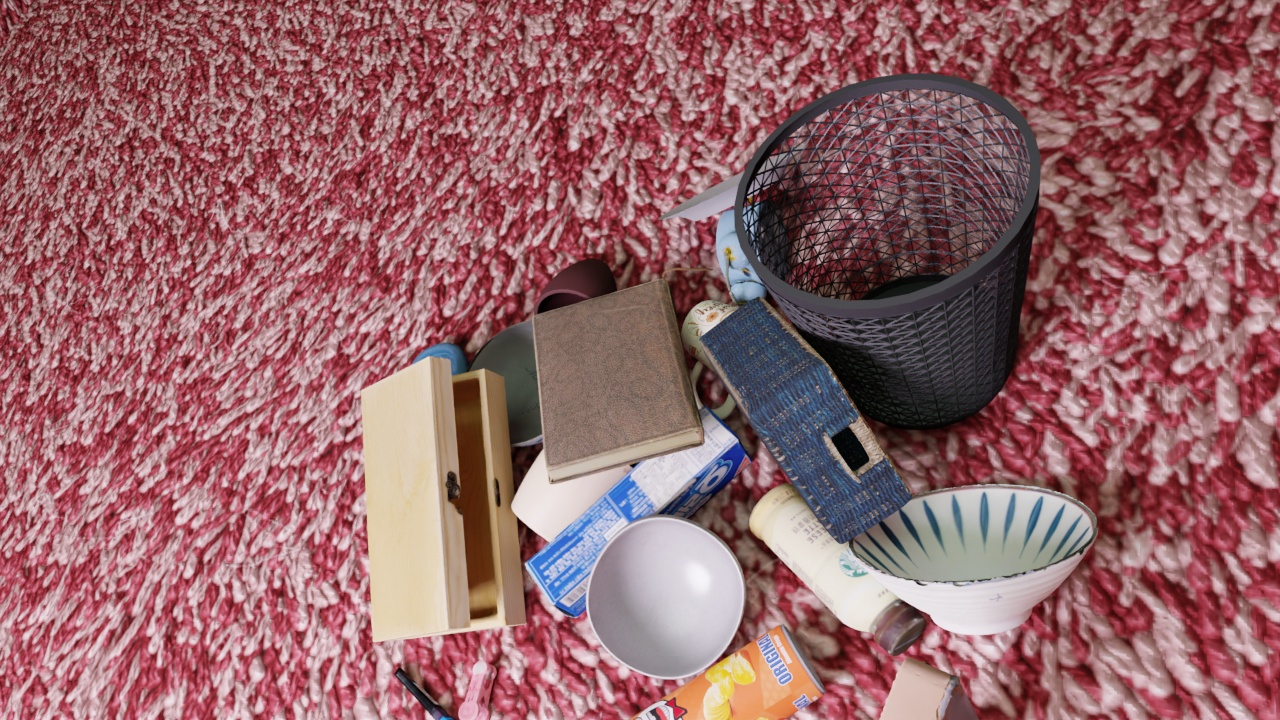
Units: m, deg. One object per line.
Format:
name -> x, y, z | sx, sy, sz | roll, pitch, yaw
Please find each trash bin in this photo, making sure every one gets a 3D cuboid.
trash bin -> 0.217, -0.068, 0.762 | 0.217, 0.243, 0.216 | -12, 56, 18

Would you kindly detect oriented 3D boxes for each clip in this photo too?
clip -> -0.145, 0.309, 0.846 | 0.022, 0.038, 0.058 | -3, 60, 28

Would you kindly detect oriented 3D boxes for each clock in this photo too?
clock -> 0.111, -0.108, 0.935 | 0.052, 0.089, 0.124 | -3, 43, 29

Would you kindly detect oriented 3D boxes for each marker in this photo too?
marker -> -0.193, 0.326, 0.854 | 0.123, 0.018, 0.015 | 28, 73, 37

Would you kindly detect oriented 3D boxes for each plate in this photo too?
plate -> 0.100, -0.182, 0.982 | 0.173, 0.019, 0.172 | -26, 11, 5

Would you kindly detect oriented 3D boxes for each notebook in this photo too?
notebook -> -0.007, 0.006, 0.867 | 0.190, 0.034, 0.215 | -17, 43, 5

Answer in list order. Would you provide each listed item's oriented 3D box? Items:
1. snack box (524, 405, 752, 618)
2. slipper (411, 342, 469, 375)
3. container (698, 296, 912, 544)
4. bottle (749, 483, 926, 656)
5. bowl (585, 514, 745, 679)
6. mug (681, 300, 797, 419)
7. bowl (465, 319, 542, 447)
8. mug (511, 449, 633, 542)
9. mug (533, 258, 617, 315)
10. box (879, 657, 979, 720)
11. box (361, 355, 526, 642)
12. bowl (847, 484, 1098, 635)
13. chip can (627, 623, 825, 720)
snack box -> -0.001, 0.141, 0.854 | 0.226, 0.059, 0.059 | -42, 54, -2
slipper -> -0.228, 0.065, 1.012 | 0.104, 0.059, 0.213 | -25, 51, 12
container -> 0.128, 0.043, 0.757 | 0.071, 0.145, 0.187 | -35, 22, 4
bottle -> 0.162, 0.171, 0.757 | 0.056, 0.056, 0.162 | -43, 52, -5
bowl -> 0.022, 0.200, 0.787 | 0.132, 0.064, 0.131 | -1, 82, 4
mug -> 0.085, 0.002, 0.903 | 0.097, 0.081, 0.122 | 31, 103, 44
bowl -> -0.114, 0.034, 0.976 | 0.151, 0.057, 0.150 | -11, 59, 19
mug -> -0.075, 0.118, 0.899 | 0.104, 0.085, 0.111 | -52, 25, -7
mug -> -0.070, -0.065, 1.015 | 0.114, 0.087, 0.088 | -33, 25, 40
box -> 0.165, 0.286, 0.582 | 0.058, 0.216, 0.153 | 21, 69, 36
box -> -0.204, 0.134, 0.875 | 0.141, 0.122, 0.248 | -11, 73, 15
bowl -> 0.252, 0.158, 0.694 | 0.177, 0.177, 0.071 | -9, 101, 20
chip can -> 0.042, 0.293, 0.734 | 0.210, 0.062, 0.062 | -33, 52, 3
